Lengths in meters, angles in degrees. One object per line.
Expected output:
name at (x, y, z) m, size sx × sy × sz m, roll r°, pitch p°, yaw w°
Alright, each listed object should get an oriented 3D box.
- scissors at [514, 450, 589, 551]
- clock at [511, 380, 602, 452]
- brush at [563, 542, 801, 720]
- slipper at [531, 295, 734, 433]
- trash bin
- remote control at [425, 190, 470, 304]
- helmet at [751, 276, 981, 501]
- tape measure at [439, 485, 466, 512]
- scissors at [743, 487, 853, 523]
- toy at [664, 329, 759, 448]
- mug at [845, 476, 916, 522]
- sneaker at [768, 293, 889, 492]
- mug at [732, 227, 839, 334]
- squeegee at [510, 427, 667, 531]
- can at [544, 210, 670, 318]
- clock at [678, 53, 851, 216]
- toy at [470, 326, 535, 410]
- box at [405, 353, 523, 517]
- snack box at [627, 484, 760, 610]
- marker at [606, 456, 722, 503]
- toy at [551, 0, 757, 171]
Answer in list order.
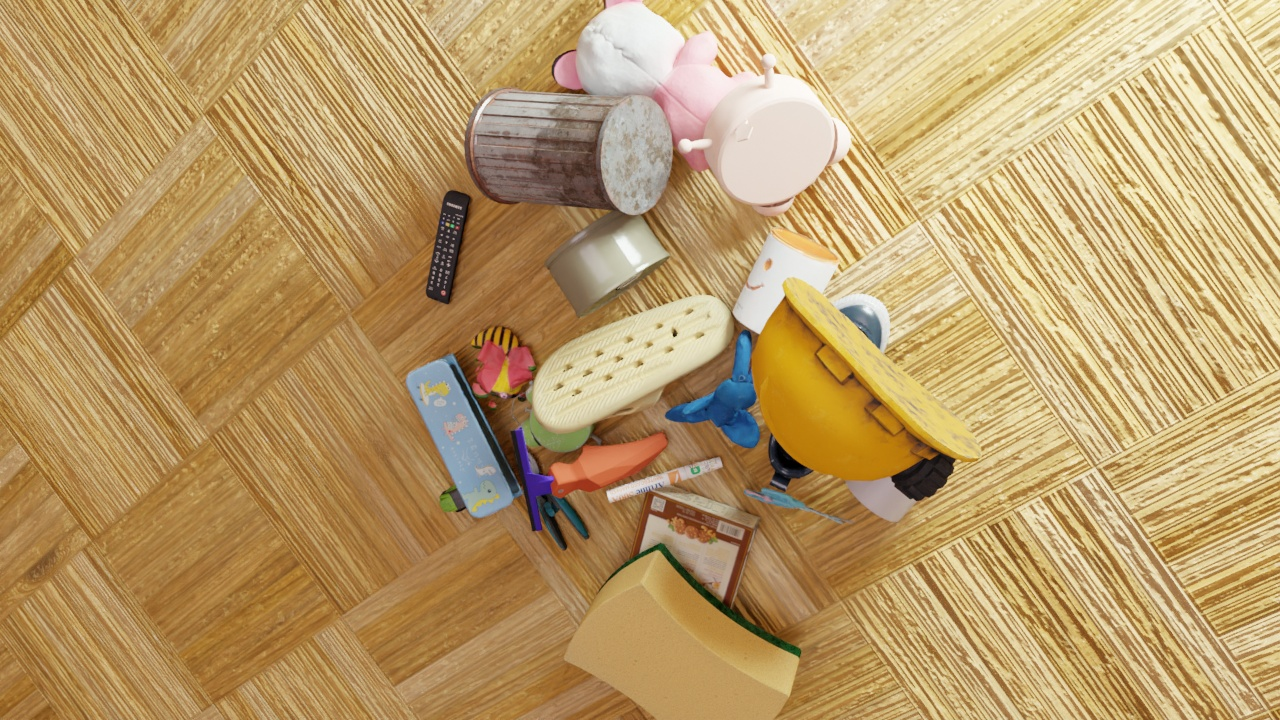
scissors at (-0.122, 0.188, 1.215) m, size 0.131 × 0.019 × 0.150 m, roll 17°, pitch 109°, yaw 12°
clock at (-0.104, 0.070, 1.158) m, size 0.119 × 0.042 × 0.094 m, roll 11°, pitch 106°, yaw 6°
brush at (0.050, 0.366, 1.140) m, size 0.250 × 0.075 × 0.196 m, roll 38°, pitch 125°, yaw -1°
slipper at (-0.007, 0.006, 1.101) m, size 0.262 × 0.079 × 0.111 m, roll -26°, pitch 64°, yaw 8°
trash bin at (-0.085, -0.230, 1.006) m, size 0.211 × 0.130 × 0.131 m, roll 13°, pitch 109°, yaw 36°
remote control at (-0.245, -0.142, 1.170) m, size 0.033 × 0.015 × 0.147 m, roll 20°, pitch 109°, yaw 12°
helmet at (0.197, 0.046, 0.913) m, size 0.255 × 0.205 × 0.131 m, roll 38°, pitch 109°, yaw -15°
tape measure at (-0.235, 0.182, 1.227) m, size 0.066 × 0.058 × 0.036 m, roll -26°, pitch 95°, yaw 20°
scissors at (0.183, 0.167, 1.076) m, size 0.139 × 0.120 × 0.015 m, roll 9°, pitch 75°, yaw 19°
toy at (0.109, 0.043, 1.068) m, size 0.112 × 0.070 × 0.177 m, roll 17°, pitch 135°, yaw -13°
mug at (0.277, 0.110, 1.031) m, size 0.112 × 0.078 × 0.097 m, roll 34°, pitch 112°, yaw -3°
sneaker at (0.204, 0.036, 1.033) m, size 0.089 × 0.087 × 0.236 m, roll 24°, pitch 109°, yaw 10°
mug at (0.161, -0.083, 1.020) m, size 0.082 × 0.082 × 0.105 m, roll 28°, pitch 112°, yaw 9°
squeegee at (-0.053, 0.130, 1.121) m, size 0.184 × 0.250 × 0.055 m, roll -21°, pitch 56°, yaw -14°
can at (-0.039, -0.114, 1.051) m, size 0.128 × 0.127 × 0.073 m, roll -34°, pitch 90°, yaw 22°
clock at (0.139, -0.221, 0.957) m, size 0.131 × 0.160 × 0.086 m, roll -42°, pitch 50°, yaw 22°
toy at (-0.177, 0.007, 1.169) m, size 0.084 × 0.046 × 0.103 m, roll -14°, pitch 91°, yaw 3°
box at (-0.229, 0.098, 1.182) m, size 0.079 × 0.072 × 0.210 m, roll -27°, pitch 96°, yaw -11°
snack box at (0.062, 0.243, 1.157) m, size 0.143 × 0.041 × 0.147 m, roll 18°, pitch 108°, yaw 13°
marker at (0.030, 0.146, 1.128) m, size 0.145 × 0.017 × 0.017 m, roll -17°, pitch 99°, yaw -2°
toy at (0.018, -0.310, 1.005) m, size 0.213 × 0.084 × 0.142 m, roll 39°, pitch 116°, yaw 3°
